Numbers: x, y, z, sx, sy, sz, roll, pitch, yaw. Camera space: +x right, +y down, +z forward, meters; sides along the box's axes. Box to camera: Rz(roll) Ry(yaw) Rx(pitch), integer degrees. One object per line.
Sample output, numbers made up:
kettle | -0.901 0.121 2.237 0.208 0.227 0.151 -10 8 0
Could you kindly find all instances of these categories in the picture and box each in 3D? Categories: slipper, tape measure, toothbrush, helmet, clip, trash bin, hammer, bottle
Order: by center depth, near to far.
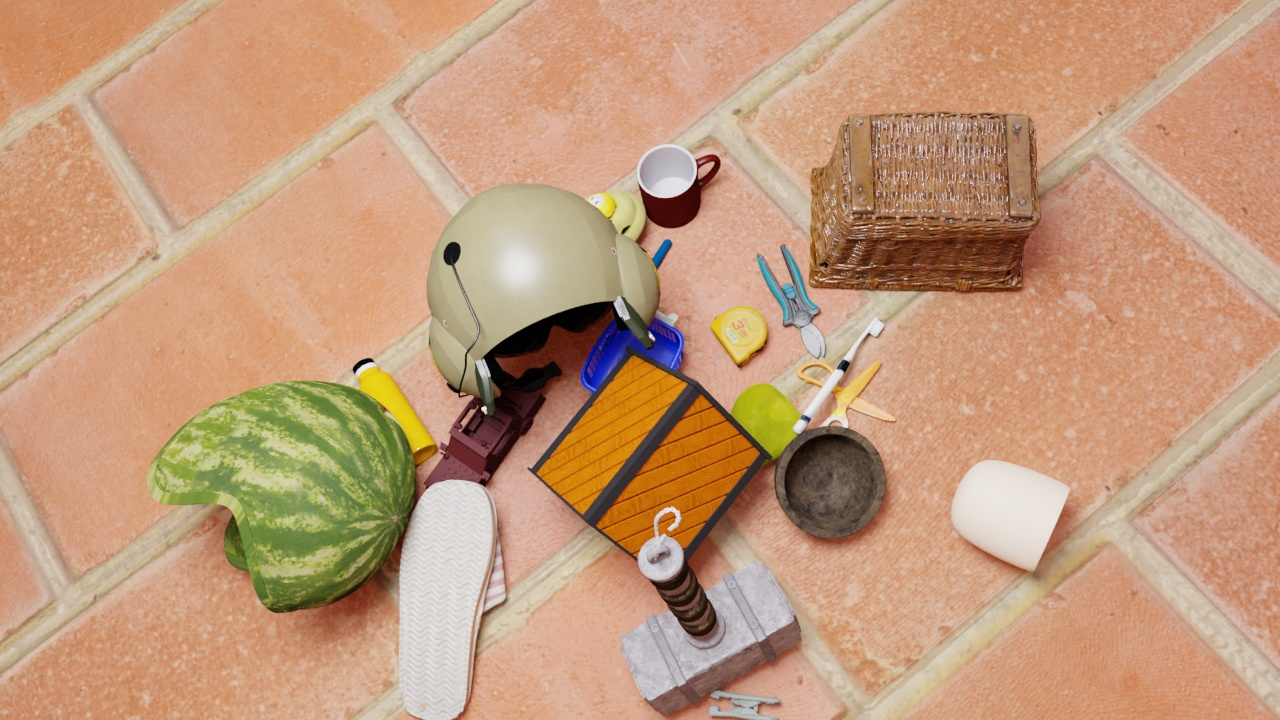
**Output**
hammer | 0.045 0.230 0.867 0.177 0.326 0.079 -28 54 -2
trash bin | 0.009 0.108 0.971 0.171 0.139 0.140 -51 34 -7
clip | 0.110 0.367 0.972 0.076 0.023 0.044 3 75 10
helmet | -0.111 -0.072 0.981 0.250 0.256 0.232 -24 75 -3
helmet | -0.365 0.139 1.001 0.247 0.213 0.242 22 59 25
slipper | -0.211 0.265 1.029 0.115 0.052 0.263 5 85 10
toothbrush | 0.229 0.016 1.049 0.017 0.012 0.186 35 64 14
tape measure | 0.121 -0.035 1.094 0.059 0.030 0.068 -33 74 -4
bottle | -0.302 0.059 1.111 0.043 0.043 0.143 -36 72 -5
toothbrush | -0.013 -0.082 1.118 0.155 0.015 0.022 36 112 30
slipper | -0.081 -0.146 1.122 0.190 0.081 0.091 -47 49 -5
toothbrush | -0.006 -0.081 1.134 0.014 0.014 0.167 24 76 23

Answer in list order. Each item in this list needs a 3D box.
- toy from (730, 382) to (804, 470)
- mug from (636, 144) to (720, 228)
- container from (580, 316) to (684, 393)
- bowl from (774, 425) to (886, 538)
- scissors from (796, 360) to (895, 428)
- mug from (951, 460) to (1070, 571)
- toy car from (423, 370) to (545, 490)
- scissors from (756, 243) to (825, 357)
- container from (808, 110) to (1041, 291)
toy | 0.130 0.082 1.045 0.110 0.051 0.090 -42 70 -6
mug | 0.051 -0.221 1.134 0.105 0.082 0.073 -24 71 -1
container | -0.006 0.006 1.082 0.096 0.058 0.114 30 78 15
bowl | 0.202 0.131 1.012 0.121 0.056 0.121 0 90 -5
scissors | 0.234 0.048 1.063 0.125 0.011 0.131 24 79 15
mug | 0.388 0.151 0.972 0.100 0.096 0.119 24 39 25
toy car | -0.186 0.094 1.075 0.070 0.062 0.169 31 79 15
scissors | 0.179 -0.073 1.106 0.146 0.019 0.133 19 78 11
container | 0.322 -0.182 1.033 0.250 0.183 0.162 2 74 8
